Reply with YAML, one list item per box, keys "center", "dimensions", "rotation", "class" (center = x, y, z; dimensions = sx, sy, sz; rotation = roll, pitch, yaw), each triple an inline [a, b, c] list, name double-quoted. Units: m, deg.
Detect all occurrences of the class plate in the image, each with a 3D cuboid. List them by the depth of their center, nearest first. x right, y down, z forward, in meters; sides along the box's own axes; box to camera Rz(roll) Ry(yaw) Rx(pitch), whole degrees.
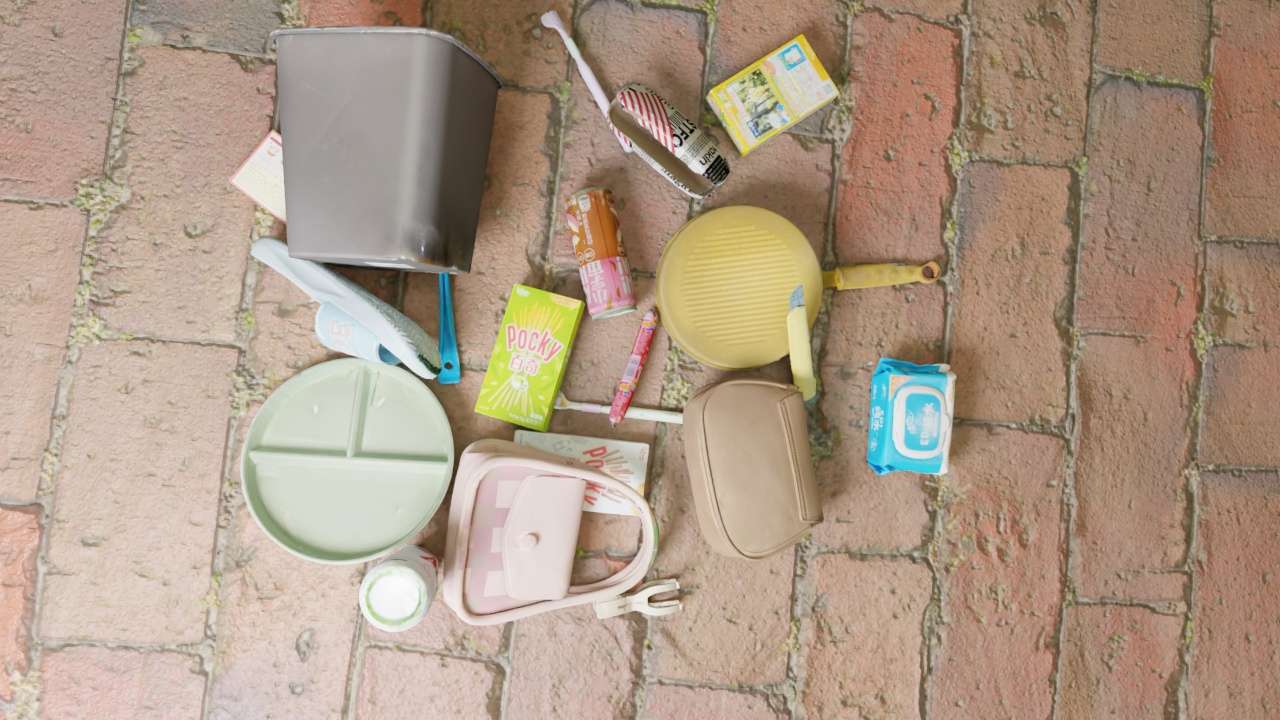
- center: [-0.320, 0.109, 1.011]
  dimensions: [0.230, 0.027, 0.230]
  rotation: [0, 74, -1]
  class: "plate"

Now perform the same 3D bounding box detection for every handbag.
- center: [-0.095, 0.193, 1.016]
  dimensions: [0.234, 0.093, 0.193]
  rotation: [7, 101, -14]
  class: "handbag"
- center: [0.126, 0.121, 1.055]
  dimensions: [0.147, 0.100, 0.204]
  rotation: [-8, 88, -18]
  class: "handbag"

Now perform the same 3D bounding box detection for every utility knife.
- center: [0.187, -0.012, 1.058]
  dimensions: [0.031, 0.019, 0.177]
  rotation: [-27, 134, -16]
  class: "utility knife"

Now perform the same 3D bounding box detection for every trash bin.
- center: [-0.258, -0.206, 0.946]
  dimensions: [0.199, 0.198, 0.220]
  rotation: [3, 92, 11]
  class: "trash bin"

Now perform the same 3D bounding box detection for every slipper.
- center: [-0.327, -0.050, 1.000]
  dimensions: [0.245, 0.104, 0.074]
  rotation: [34, 87, 5]
  class: "slipper"

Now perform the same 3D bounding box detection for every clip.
- center: [-0.001, 0.275, 1.047]
  dimensions: [0.103, 0.076, 0.034]
  rotation: [-5, 88, -18]
  class: "clip"

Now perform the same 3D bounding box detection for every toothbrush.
- center: [-0.012, 0.059, 1.078]
  dimensions: [0.189, 0.020, 0.029]
  rotation: [8, 43, -8]
  class: "toothbrush"
- center: [-0.060, -0.330, 1.093]
  dimensions: [0.029, 0.021, 0.189]
  rotation: [-33, 93, -40]
  class: "toothbrush"

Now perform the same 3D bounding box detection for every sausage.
- center: [-0.006, 0.006, 1.070]
  dimensions: [0.020, 0.020, 0.155]
  rotation: [21, 75, -6]
  class: "sausage"

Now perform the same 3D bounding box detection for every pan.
- center: [0.195, -0.094, 1.099]
  dimensions: [0.357, 0.078, 0.197]
  rotation: [-5, 92, -1]
  class: "pan"

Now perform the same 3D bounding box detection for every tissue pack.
- center: [0.324, 0.070, 1.096]
  dimensions: [0.090, 0.063, 0.140]
  rotation: [6, 86, -7]
  class: "tissue pack"

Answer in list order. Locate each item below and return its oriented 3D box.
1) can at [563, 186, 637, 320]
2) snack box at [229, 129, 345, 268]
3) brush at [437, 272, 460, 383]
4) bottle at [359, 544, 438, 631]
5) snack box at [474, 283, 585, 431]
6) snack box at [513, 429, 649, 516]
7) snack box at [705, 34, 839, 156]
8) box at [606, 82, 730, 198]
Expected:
- center: [-0.046, -0.123, 1.064]
  dimensions: [0.058, 0.058, 0.147]
  rotation: [-13, 88, -8]
  class: "can"
- center: [-0.376, -0.182, 1.041]
  dimensions: [0.156, 0.027, 0.077]
  rotation: [38, 84, -4]
  class: "snack box"
- center: [-0.224, -0.101, 1.054]
  dimensions: [0.083, 0.046, 0.254]
  rotation: [-2, 91, -11]
  class: "brush"
- center: [-0.241, 0.226, 0.950]
  dimensions: [0.068, 0.197, 0.068]
  rotation: [0, 87, -7]
  class: "bottle"
- center: [-0.126, -0.004, 1.052]
  dimensions: [0.086, 0.026, 0.156]
  rotation: [16, 85, 12]
  class: "snack box"
- center: [-0.072, 0.130, 1.063]
  dimensions: [0.156, 0.027, 0.084]
  rotation: [7, 86, -6]
  class: "snack box"
- center: [0.160, -0.321, 1.113]
  dimensions: [0.140, 0.034, 0.087]
  rotation: [-33, 91, -9]
  class: "snack box"
- center: [0.031, -0.257, 1.090]
  dimensions: [0.163, 0.076, 0.075]
  rotation: [37, 47, -7]
  class: "box"
